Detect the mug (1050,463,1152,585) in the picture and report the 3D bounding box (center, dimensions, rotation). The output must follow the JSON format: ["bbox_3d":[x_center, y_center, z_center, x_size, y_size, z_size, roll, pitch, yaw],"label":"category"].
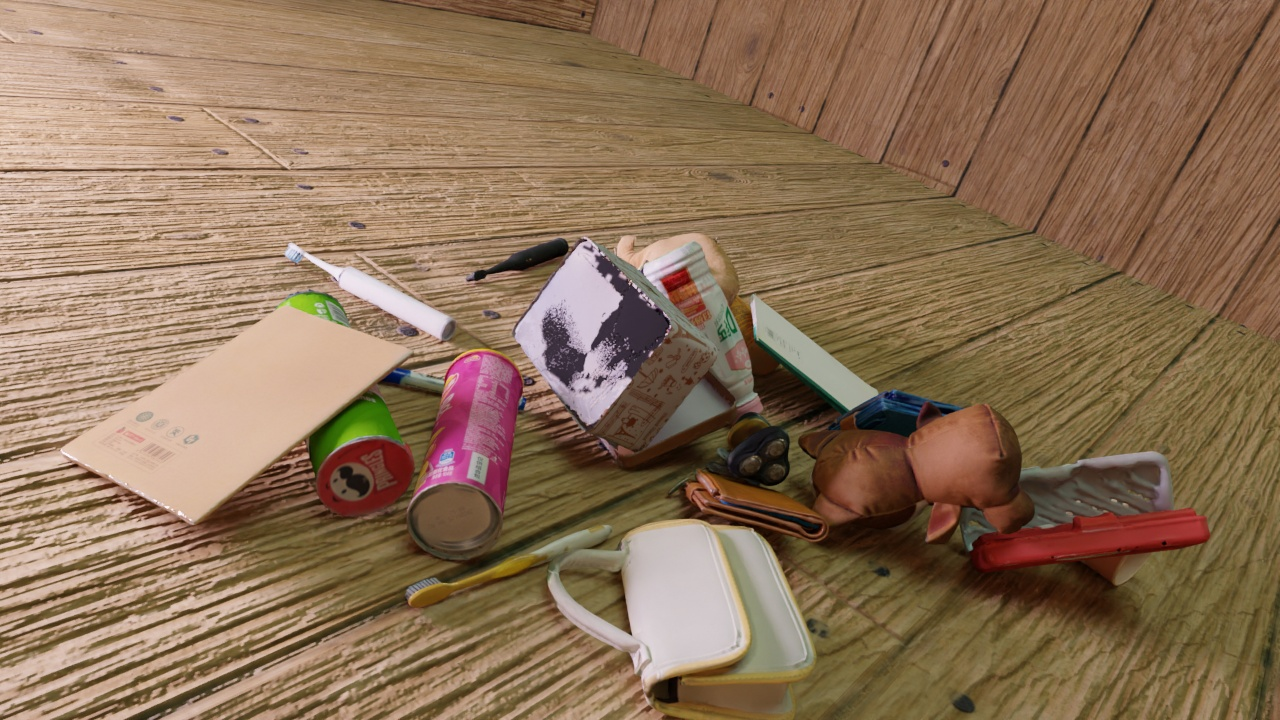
[{"bbox_3d":[0.482,0.171,0.965,0.114,0.082,0.106,14,19,-47],"label":"mug"}]

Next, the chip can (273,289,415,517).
[{"bbox_3d":[-0.250,0.026,0.751,0.072,0.072,0.236,2,30,-32],"label":"chip can"}]

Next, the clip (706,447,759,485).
[{"bbox_3d":[0.093,0.107,0.898,0.056,0.028,0.024,22,26,-16],"label":"clip"}]

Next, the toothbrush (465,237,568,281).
[{"bbox_3d":[-0.157,-0.128,1.189,0.027,0.026,0.212,-8,13,30],"label":"toothbrush"}]

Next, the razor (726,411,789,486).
[{"bbox_3d":[0.113,0.080,0.891,0.067,0.062,0.167,53,6,-1],"label":"razor"}]

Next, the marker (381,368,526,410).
[{"bbox_3d":[-0.180,0.026,0.867,0.145,0.017,0.016,13,26,-12],"label":"marker"}]

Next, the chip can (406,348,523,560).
[{"bbox_3d":[-0.138,0.068,0.746,0.071,0.071,0.210,14,26,-10],"label":"chip can"}]

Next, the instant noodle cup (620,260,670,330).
[{"bbox_3d":[0.021,-0.044,1.054,0.099,0.112,0.111,29,25,0],"label":"instant noodle cup"}]

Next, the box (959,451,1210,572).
[{"bbox_3d":[0.407,0.139,0.866,0.201,0.095,0.099,-8,71,4],"label":"box"}]

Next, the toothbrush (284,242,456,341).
[{"bbox_3d":[-0.294,-0.078,0.987,0.221,0.026,0.027,26,-13,15],"label":"toothbrush"}]

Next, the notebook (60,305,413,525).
[{"bbox_3d":[-0.292,0.029,0.681,0.148,0.008,0.207,17,41,25],"label":"notebook"}]

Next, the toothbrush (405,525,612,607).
[{"bbox_3d":[-0.091,0.148,0.682,0.018,0.016,0.190,28,26,38],"label":"toothbrush"}]

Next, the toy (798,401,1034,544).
[{"bbox_3d":[0.249,0.108,0.854,0.200,0.131,0.139,-8,37,10],"label":"toy"}]

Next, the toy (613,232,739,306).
[{"bbox_3d":[0.044,-0.113,1.187,0.143,0.082,0.226,-29,37,-3],"label":"toy"}]

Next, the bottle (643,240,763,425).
[{"bbox_3d":[0.073,-0.027,0.978,0.197,0.068,0.068,63,29,-6],"label":"bottle"}]

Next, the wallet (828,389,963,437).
[{"bbox_3d":[0.264,0.073,0.964,0.106,0.133,0.040,13,63,-14],"label":"wallet"}]

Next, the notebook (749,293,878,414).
[{"bbox_3d":[0.213,0.011,1.089,0.209,0.012,0.150,38,22,-11],"label":"notebook"}]

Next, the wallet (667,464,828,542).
[{"bbox_3d":[0.088,0.120,0.791,0.119,0.035,0.131,12,0,-5],"label":"wallet"}]

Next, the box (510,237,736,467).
[{"bbox_3d":[-0.005,0.007,0.898,0.168,0.151,0.182,25,17,-45],"label":"box"}]

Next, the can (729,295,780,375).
[{"bbox_3d":[0.125,-0.041,1.166,0.058,0.058,0.146,4,29,-28],"label":"can"}]

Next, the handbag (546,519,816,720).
[{"bbox_3d":[0.023,0.176,0.659,0.178,0.063,0.163,9,25,-13],"label":"handbag"}]
